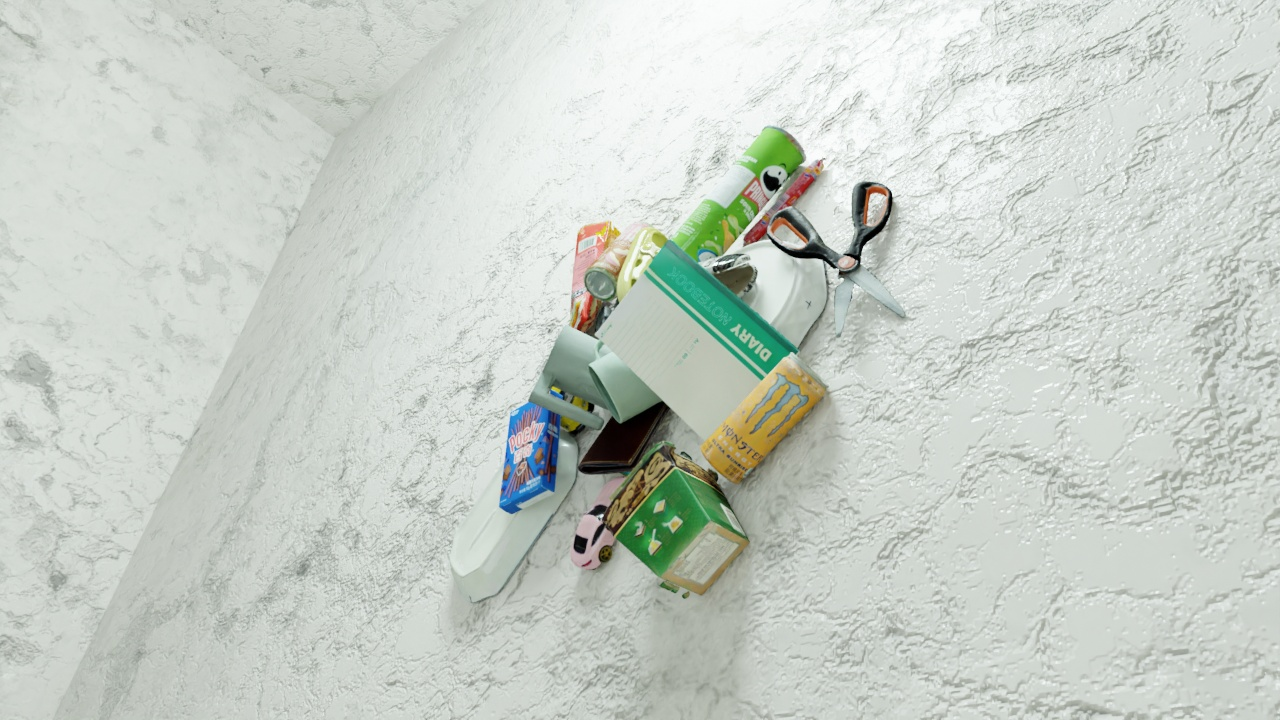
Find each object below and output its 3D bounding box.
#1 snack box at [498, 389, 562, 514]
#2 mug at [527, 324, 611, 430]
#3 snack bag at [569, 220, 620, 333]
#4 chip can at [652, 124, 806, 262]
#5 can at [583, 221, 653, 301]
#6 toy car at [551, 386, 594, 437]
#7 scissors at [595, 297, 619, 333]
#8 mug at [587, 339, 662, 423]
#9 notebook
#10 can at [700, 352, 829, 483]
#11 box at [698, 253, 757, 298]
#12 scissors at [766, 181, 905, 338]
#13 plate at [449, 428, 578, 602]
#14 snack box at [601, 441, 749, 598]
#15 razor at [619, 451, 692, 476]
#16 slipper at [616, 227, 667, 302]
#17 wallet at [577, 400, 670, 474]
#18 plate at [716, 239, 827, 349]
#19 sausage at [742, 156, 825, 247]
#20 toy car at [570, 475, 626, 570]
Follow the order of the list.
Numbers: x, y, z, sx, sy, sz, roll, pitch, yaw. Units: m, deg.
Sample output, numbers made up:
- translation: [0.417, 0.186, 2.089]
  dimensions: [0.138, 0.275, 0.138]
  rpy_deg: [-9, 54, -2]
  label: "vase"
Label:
- translation: [-0.147, 0.121, 1.234]
  dimensions: [0.085, 0.026, 0.156]
  rpy_deg: [-29, 43, 32]
  label: "snack box"
- translation: [-0.077, 0.026, 1.206]
  dimensions: [0.084, 0.103, 0.123]
  rpy_deg: [116, 177, -55]
  label: "mug"
- translation: [-0.080, -0.108, 1.393]
  dimensions: [0.129, 0.073, 0.207]
  rpy_deg: [129, 156, -56]
  label: "snack bag"
- translation: [0.117, -0.200, 1.202]
  dimensions: [0.236, 0.072, 0.072]
  rpy_deg: [-50, 32, -8]
  label: "chip can"
- translation: [-0.026, -0.144, 1.326]
  dimensions: [0.058, 0.058, 0.146]
  rpy_deg: [-20, 22, 40]
  label: "can"
- translation: [-0.101, 0.042, 1.298]
  dimensions: [0.071, 0.041, 0.155]
  rpy_deg: [-54, 32, 21]
  label: "toy car"
- translation: [-0.049, -0.022, 1.312]
  dimensions: [0.159, 0.014, 0.171]
  rpy_deg: [-63, 23, 16]
  label: "scissors"
- translation: [-0.007, 0.007, 1.147]
  dimensions: [0.106, 0.082, 0.111]
  rpy_deg: [-30, 62, -10]
  label: "mug"
- translation: [0.061, -0.020, 1.060]
  dimensions: [0.209, 0.012, 0.150]
  rpy_deg: [43, 106, 21]
  label: "notebook"
- translation: [0.131, 0.062, 0.979]
  dimensions: [0.146, 0.058, 0.058]
  rpy_deg: [-48, 33, 9]
  label: "can"
- translation: [0.074, -0.080, 1.122]
  dimensions: [0.164, 0.079, 0.074]
  rpy_deg: [-21, 10, 38]
  label: "box"
- translation: [0.231, -0.126, 1.030]
  dimensions: [0.221, 0.022, 0.223]
  rpy_deg: [30, 70, 39]
  label: "scissors"
- translation: [-0.183, 0.204, 1.266]
  dimensions: [0.265, 0.034, 0.162]
  rpy_deg: [-55, 32, -3]
  label: "plate"
- translation: [0.044, 0.172, 0.953]
  dimensions: [0.117, 0.118, 0.105]
  rpy_deg: [-50, 45, 6]
  label: "snack box"
- translation: [0.008, 0.130, 1.099]
  dimensions: [0.133, 0.028, 0.043]
  rpy_deg: [-4, 45, 51]
  label: "razor"
- translation: [0.025, -0.119, 1.258]
  dimensions: [0.082, 0.091, 0.190]
  rpy_deg: [-25, 39, 33]
  label: "slipper"
- translation: [-0.017, 0.092, 1.150]
  dimensions: [0.097, 0.020, 0.122]
  rpy_deg: [-8, 37, 42]
  label: "wallet"
- translation: [0.129, -0.064, 1.113]
  dimensions: [0.205, 0.045, 0.204]
  rpy_deg: [-33, 38, 30]
  label: "plate"
- translation: [0.187, -0.205, 1.195]
  dimensions: [0.156, 0.020, 0.020]
  rpy_deg: [-48, 33, 9]
  label: "sausage"
- translation: [-0.046, 0.193, 1.103]
  dimensions: [0.056, 0.037, 0.122]
  rpy_deg: [8, 65, 52]
  label: "toy car"
